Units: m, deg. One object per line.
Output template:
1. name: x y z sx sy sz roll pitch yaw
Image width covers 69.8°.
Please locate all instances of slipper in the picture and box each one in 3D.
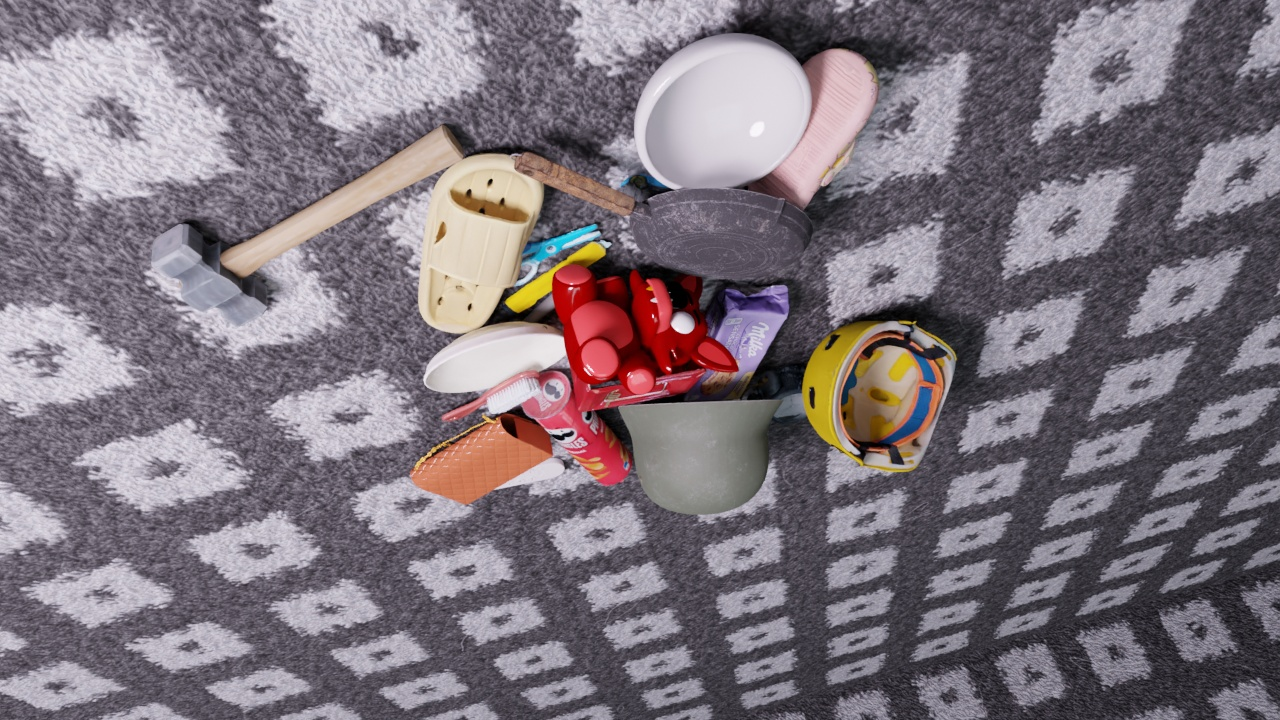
1. slipper: 0.186 -0.235 0.965 0.081 0.093 0.198 -17 150 -43
2. slipper: -0.183 -0.105 0.986 0.111 0.079 0.262 14 137 -16

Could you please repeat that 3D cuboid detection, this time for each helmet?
1. helmet: 0.083 0.136 1.277 0.226 0.153 0.268 -1 176 -14
2. helmet: 0.307 0.036 1.283 0.239 0.140 0.209 20 90 -33

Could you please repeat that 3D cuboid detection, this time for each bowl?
1. bowl: 0.075 -0.251 0.906 0.176 0.066 0.177 -10 143 -8

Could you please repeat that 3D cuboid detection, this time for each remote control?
1. remote control: -0.184 0.174 1.405 0.136 0.013 0.043 -11 143 -6

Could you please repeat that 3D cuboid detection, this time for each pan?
1. pan: 0.023 -0.148 0.972 0.356 0.040 0.208 13 164 -30

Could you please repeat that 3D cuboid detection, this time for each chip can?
1. chip can: -0.084 0.102 1.300 0.073 0.073 0.233 -23 143 10

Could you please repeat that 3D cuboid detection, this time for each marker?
1. marker: -0.111 -0.067 1.121 0.139 0.016 0.022 -38 161 27

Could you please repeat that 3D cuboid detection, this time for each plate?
1. plate: -0.177 -0.009 1.120 0.182 0.034 0.182 -17 166 -5

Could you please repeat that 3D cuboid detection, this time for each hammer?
1. hammer: -0.324 -0.143 0.922 0.323 0.051 0.117 -26 142 10

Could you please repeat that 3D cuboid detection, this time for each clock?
1. clock: 0.207 0.049 1.356 0.129 0.052 0.090 4 139 -18

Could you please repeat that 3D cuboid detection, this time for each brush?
1. brush: -0.197 0.058 1.210 0.173 0.030 0.040 -26 163 31

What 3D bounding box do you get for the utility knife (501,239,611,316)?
1. utility knife: -0.100 -0.098 1.083 0.156 0.017 0.030 -29 146 19

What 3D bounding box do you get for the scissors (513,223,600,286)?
1. scissors: -0.110 -0.131 1.041 0.140 0.015 0.083 -22 140 12

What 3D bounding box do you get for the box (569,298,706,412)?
1. box: -0.011 -0.010 1.177 0.157 0.122 0.137 -9 161 -14

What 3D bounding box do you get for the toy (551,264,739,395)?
1. toy: 0.003 -0.041 1.062 0.197 0.158 0.121 -8 147 -19

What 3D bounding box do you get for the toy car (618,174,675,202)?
1. toy car: 0.027 -0.181 1.008 0.105 0.032 0.048 5 142 -5

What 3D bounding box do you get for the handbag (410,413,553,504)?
1. handbag: -0.226 0.132 1.295 0.172 0.060 0.108 -30 146 23

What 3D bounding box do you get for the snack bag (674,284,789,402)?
1. snack bag: 0.117 -0.025 1.223 0.096 0.058 0.206 0 138 -24
